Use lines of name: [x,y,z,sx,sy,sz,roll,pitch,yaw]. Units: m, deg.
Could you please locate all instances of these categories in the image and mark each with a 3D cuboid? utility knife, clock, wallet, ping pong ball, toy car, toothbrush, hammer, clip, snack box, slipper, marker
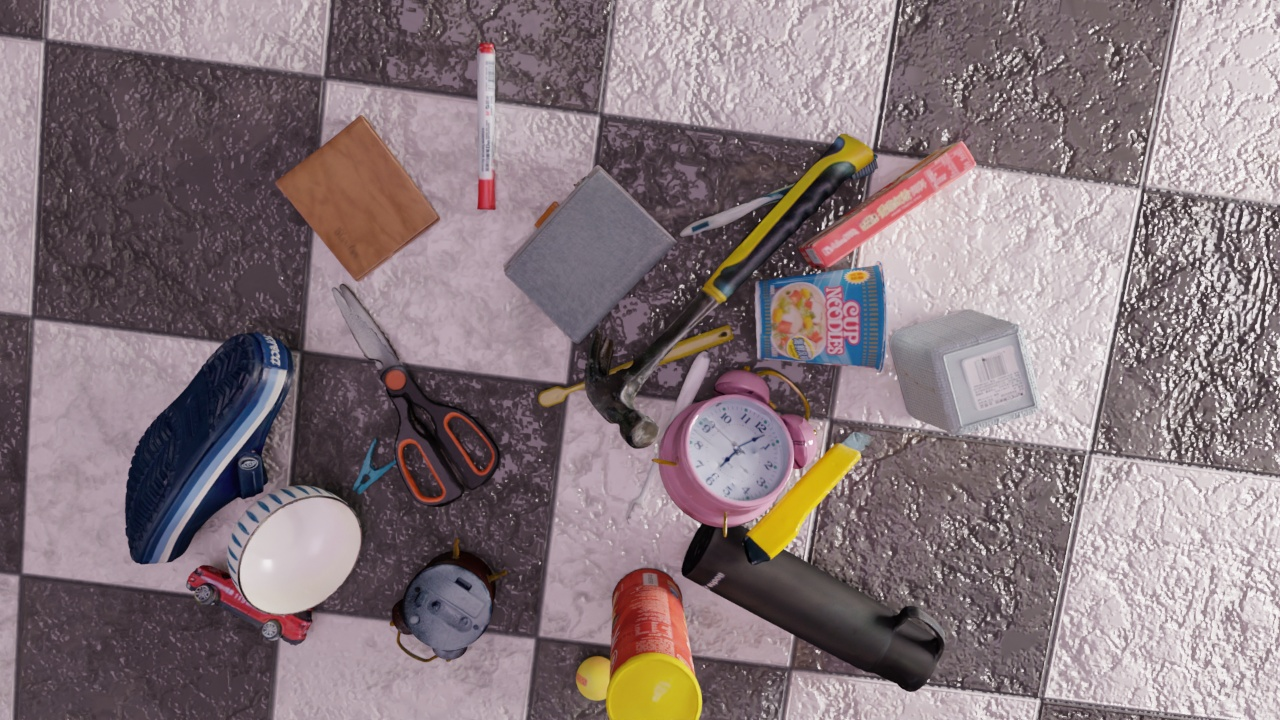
utility knife: [0.155,0.123,0.838,0.176,0.015,0.033,-41,78,-21]
clock: [0.092,0.074,0.823,0.117,0.060,0.158,45,64,4]
wallet: [-0.254,-0.145,0.830,0.101,0.020,0.115,-37,99,6]
clock: [-0.184,0.232,0.861,0.082,0.055,0.122,34,97,-5]
ping pong ball: [-0.042,0.304,0.877,0.040,0.040,0.040,0,97,0]
toy car: [-0.364,0.225,0.861,0.120,0.053,0.045,29,75,-10]
toothbrush: [0.026,0.074,0.860,0.016,0.016,0.180,23,97,-7]
wallet: [-0.049,-0.097,0.827,0.106,0.037,0.130,45,97,3]
hammer: [0.074,-0.073,0.799,0.323,0.126,0.032,-46,134,1]
toothbrush: [-0.005,0.005,0.852,0.190,0.016,0.015,-20,96,1]
toothbrush: [0.126,-0.146,0.833,0.191,0.016,0.018,-21,107,2]
clip: [-0.253,0.102,0.864,0.034,0.013,0.055,33,97,-3]
snack box: [0.213,-0.134,0.804,0.153,0.075,0.025,-35,95,4]
slipper: [-0.378,0.078,0.825,0.095,0.105,0.253,21,116,-44]
marker: [-0.138,-0.209,0.823,0.017,0.017,0.145,1,97,-1]

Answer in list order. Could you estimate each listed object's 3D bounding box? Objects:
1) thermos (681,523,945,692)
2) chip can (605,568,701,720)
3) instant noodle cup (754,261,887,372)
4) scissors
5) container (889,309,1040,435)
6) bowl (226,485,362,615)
thermos: [0.164,0.218,0.850,0.242,0.068,0.090,28,125,-4]
chip can: [0.008,0.242,0.782,0.073,0.216,0.073,0,96,-1]
instant noodle cup: [0.157,-0.036,0.812,0.110,0.099,0.099,-2,97,8]
scissors: [-0.207,0.022,0.854,0.139,0.022,0.235,-11,93,-7]
container: [0.285,0.011,0.805,0.090,0.111,0.090,-17,98,2]
bowl: [-0.321,0.164,0.835,0.066,0.116,0.116,23,99,41]
